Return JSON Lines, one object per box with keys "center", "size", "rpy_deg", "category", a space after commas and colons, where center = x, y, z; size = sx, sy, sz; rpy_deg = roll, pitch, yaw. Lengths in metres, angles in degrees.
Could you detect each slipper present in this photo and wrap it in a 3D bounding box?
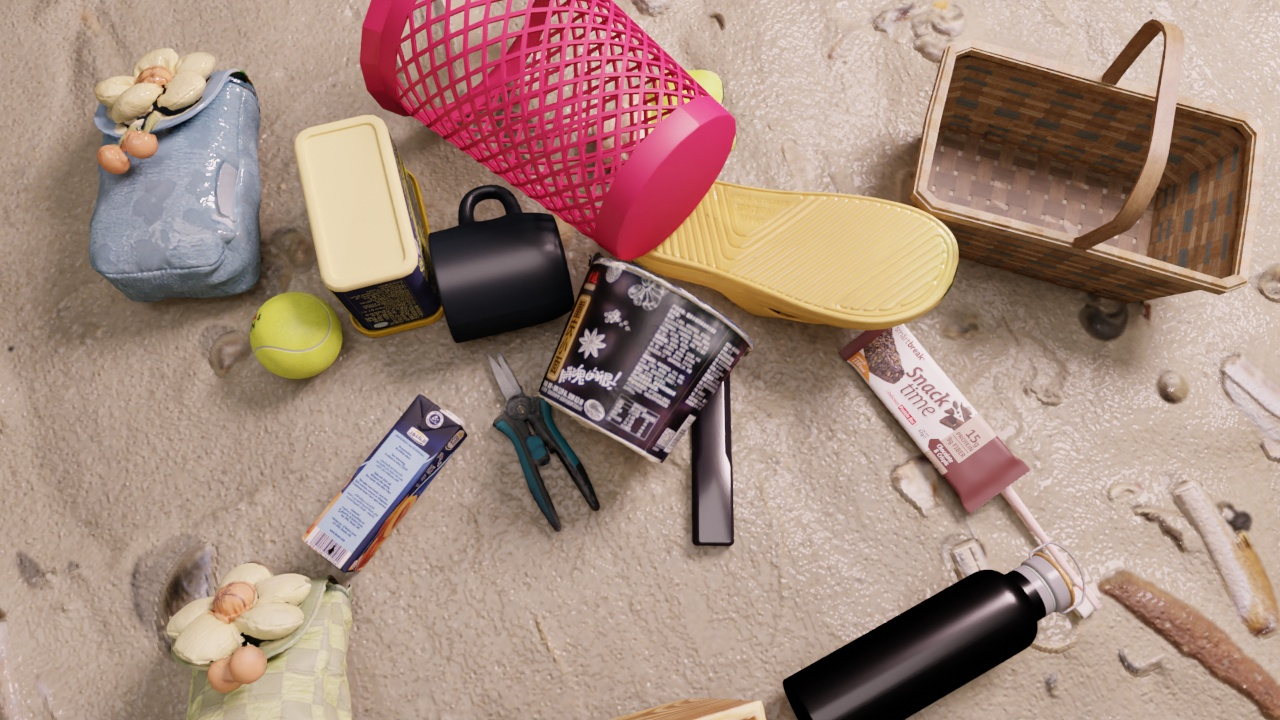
{"center": [0.107, -0.080, 0.714], "size": [0.264, 0.078, 0.099], "rpy_deg": [16, 76, 20], "category": "slipper"}

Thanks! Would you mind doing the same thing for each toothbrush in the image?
{"center": [0.286, 0.115, 0.699], "size": [0.018, 0.016, 0.181], "rpy_deg": [-33, 80, -4], "category": "toothbrush"}

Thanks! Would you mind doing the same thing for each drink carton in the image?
{"center": [-0.181, 0.088, 0.663], "size": [0.040, 0.064, 0.130], "rpy_deg": [37, 77, 1], "category": "drink carton"}

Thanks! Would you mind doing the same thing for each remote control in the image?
{"center": [0.055, 0.072, 0.701], "size": [0.032, 0.015, 0.136], "rpy_deg": [1, 76, -2], "category": "remote control"}

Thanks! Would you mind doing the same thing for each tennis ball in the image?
{"center": [-0.257, -0.019, 0.687], "size": [0.065, 0.065, 0.065], "rpy_deg": [0, 75, -2], "category": "tennis ball"}

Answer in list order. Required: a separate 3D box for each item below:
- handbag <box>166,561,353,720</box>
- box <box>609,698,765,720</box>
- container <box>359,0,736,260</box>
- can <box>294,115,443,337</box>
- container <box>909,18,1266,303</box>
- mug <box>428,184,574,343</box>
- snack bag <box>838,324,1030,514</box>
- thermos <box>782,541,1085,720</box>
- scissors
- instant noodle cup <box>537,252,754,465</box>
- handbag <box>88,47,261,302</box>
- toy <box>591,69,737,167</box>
{"center": [-0.242, 0.210, 0.586], "size": [0.113, 0.117, 0.186], "rpy_deg": [-15, 43, -9], "category": "handbag"}
{"center": [0.009, 0.336, 0.434], "size": [0.281, 0.316, 0.279], "rpy_deg": [-5, 77, -29], "category": "box"}
{"center": [-0.056, -0.192, 0.667], "size": [0.226, 0.183, 0.183], "rpy_deg": [41, 78, 13], "category": "container"}
{"center": [-0.202, -0.099, 0.690], "size": [0.075, 0.104, 0.135], "rpy_deg": [-15, 76, -6], "category": "can"}
{"center": [0.333, -0.146, 0.678], "size": [0.250, 0.186, 0.157], "rpy_deg": [16, 75, 2], "category": "container"}
{"center": [-0.108, -0.081, 0.701], "size": [0.094, 0.085, 0.121], "rpy_deg": [-13, 69, -6], "category": "mug"}
{"center": [0.224, 0.037, 0.705], "size": [0.057, 0.013, 0.158], "rpy_deg": [-38, 76, 10], "category": "snack bag"}
{"center": [0.216, 0.199, 0.650], "size": [0.231, 0.061, 0.061], "rpy_deg": [-26, 78, -8], "category": "thermos"}
{"center": [-0.083, 0.063, 0.697], "size": [0.128, 0.019, 0.140], "rpy_deg": [15, 74, 2], "category": "scissors"}
{"center": [-0.004, 0.004, 0.662], "size": [0.137, 0.137, 0.112], "rpy_deg": [29, 85, 5], "category": "instant noodle cup"}
{"center": [-0.354, -0.144, 0.690], "size": [0.122, 0.119, 0.191], "rpy_deg": [-4, 70, -3], "category": "handbag"}
{"center": [0.018, -0.193, 0.753], "size": [0.115, 0.046, 0.092], "rpy_deg": [-15, 75, 1], "category": "toy"}
